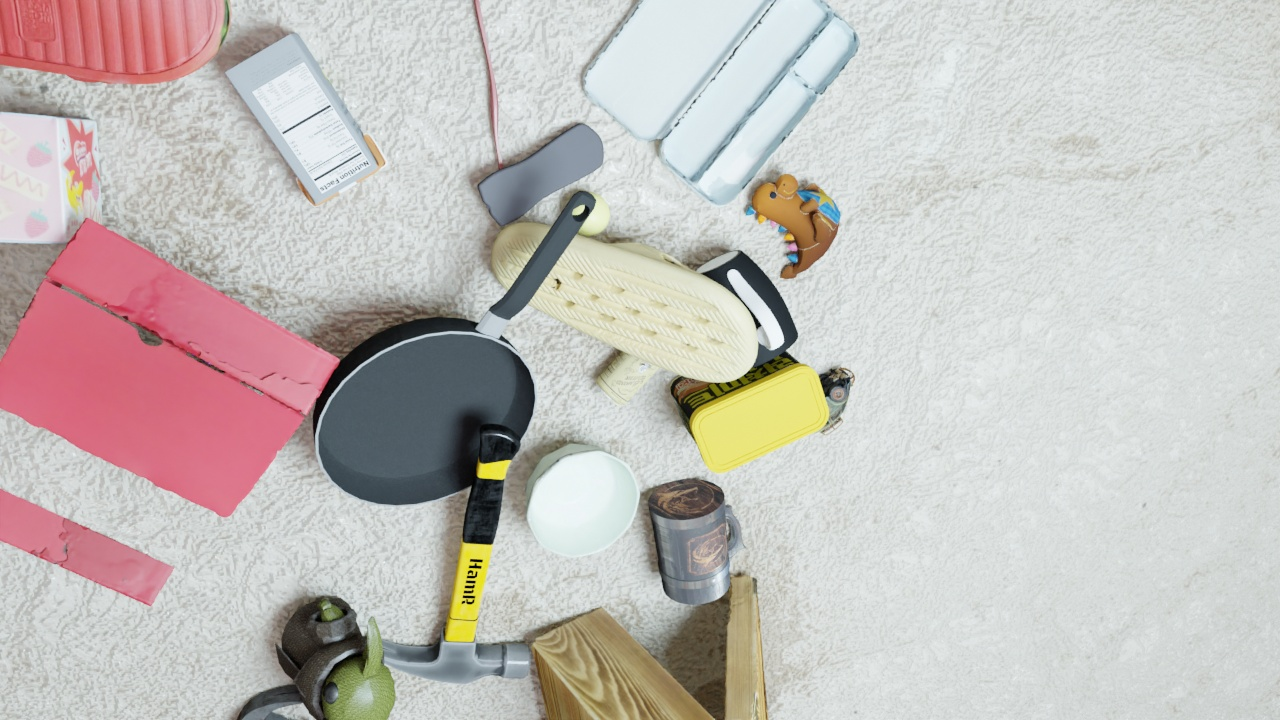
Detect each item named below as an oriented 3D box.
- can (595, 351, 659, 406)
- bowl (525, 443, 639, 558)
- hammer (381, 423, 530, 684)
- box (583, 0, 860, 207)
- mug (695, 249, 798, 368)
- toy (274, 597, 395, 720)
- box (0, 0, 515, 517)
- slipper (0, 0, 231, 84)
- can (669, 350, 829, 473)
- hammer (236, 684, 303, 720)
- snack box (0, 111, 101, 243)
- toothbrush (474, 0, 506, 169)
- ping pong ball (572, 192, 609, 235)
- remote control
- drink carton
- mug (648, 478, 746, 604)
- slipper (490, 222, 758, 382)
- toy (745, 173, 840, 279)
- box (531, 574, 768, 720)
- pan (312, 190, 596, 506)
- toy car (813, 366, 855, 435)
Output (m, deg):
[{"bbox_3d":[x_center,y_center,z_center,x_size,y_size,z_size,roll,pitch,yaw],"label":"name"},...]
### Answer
[{"bbox_3d":[-0.005,0.005,0.911,0.038,0.038,0.079,41,96,-23],"label":"can"},{"bbox_3d":[-0.066,0.133,0.928,0.117,0.061,0.117,-8,113,-20],"label":"bowl"},{"bbox_3d":[-0.172,0.202,0.920,0.169,0.034,0.325,7,118,-16],"label":"hammer"},{"bbox_3d":[0.074,-0.270,0.837,0.190,0.037,0.209,36,98,-15],"label":"box"},{"bbox_3d":[0.099,-0.049,0.875,0.085,0.119,0.100,-29,104,-7],"label":"mug"},{"bbox_3d":[-0.298,0.304,0.898,0.078,0.153,0.179,-9,116,-40],"label":"toy"},{"bbox_3d":[-0.308,-0.112,0.753,0.214,0.138,0.467,33,92,-21],"label":"box"},{"bbox_3d":[-0.428,-0.265,0.699,0.249,0.059,0.104,2,111,2],"label":"slipper"},{"bbox_3d":[0.104,0.041,0.916,0.130,0.101,0.072,-24,114,-4],"label":"can"},{"bbox_3d":[-0.290,0.429,1.006,0.300,0.028,0.111,22,104,-20],"label":"hammer"},{"bbox_3d":[-0.473,-0.142,0.709,0.079,0.093,0.095,0,102,-14],"label":"snack box"},{"bbox_3d":[-0.128,-0.229,0.808,0.015,0.015,0.184,-12,111,-12],"label":"toothbrush"},{"bbox_3d":[-0.048,-0.135,0.847,0.040,0.040,0.040,-4,111,-12],"label":"ping pong ball"},{"bbox_3d":[-0.087,-0.170,0.830,0.124,0.009,0.046,-34,117,-13],"label":"remote control"},{"bbox_3d":[-0.277,-0.199,0.764,0.076,0.048,0.125,-31,114,-1],"label":"drink carton"},{"bbox_3d":[0.068,0.186,0.983,0.115,0.080,0.107,-24,118,-33],"label":"mug"},{"bbox_3d":[-0.008,-0.070,0.849,0.261,0.079,0.112,21,137,2],"label":"slipper"},{"bbox_3d":[0.143,-0.130,0.901,0.090,0.070,0.103,23,126,-8],"label":"toy"},{"bbox_3d":[0.072,0.421,0.976,0.263,0.270,0.279,-17,113,-25],"label":"box"},{"bbox_3d":[-0.152,-0.010,0.818,0.204,0.044,0.356,20,114,-43],"label":"pan"},{"bbox_3d":[0.185,0.055,0.970,0.112,0.047,0.047,-37,109,2],"label":"toy car"}]
